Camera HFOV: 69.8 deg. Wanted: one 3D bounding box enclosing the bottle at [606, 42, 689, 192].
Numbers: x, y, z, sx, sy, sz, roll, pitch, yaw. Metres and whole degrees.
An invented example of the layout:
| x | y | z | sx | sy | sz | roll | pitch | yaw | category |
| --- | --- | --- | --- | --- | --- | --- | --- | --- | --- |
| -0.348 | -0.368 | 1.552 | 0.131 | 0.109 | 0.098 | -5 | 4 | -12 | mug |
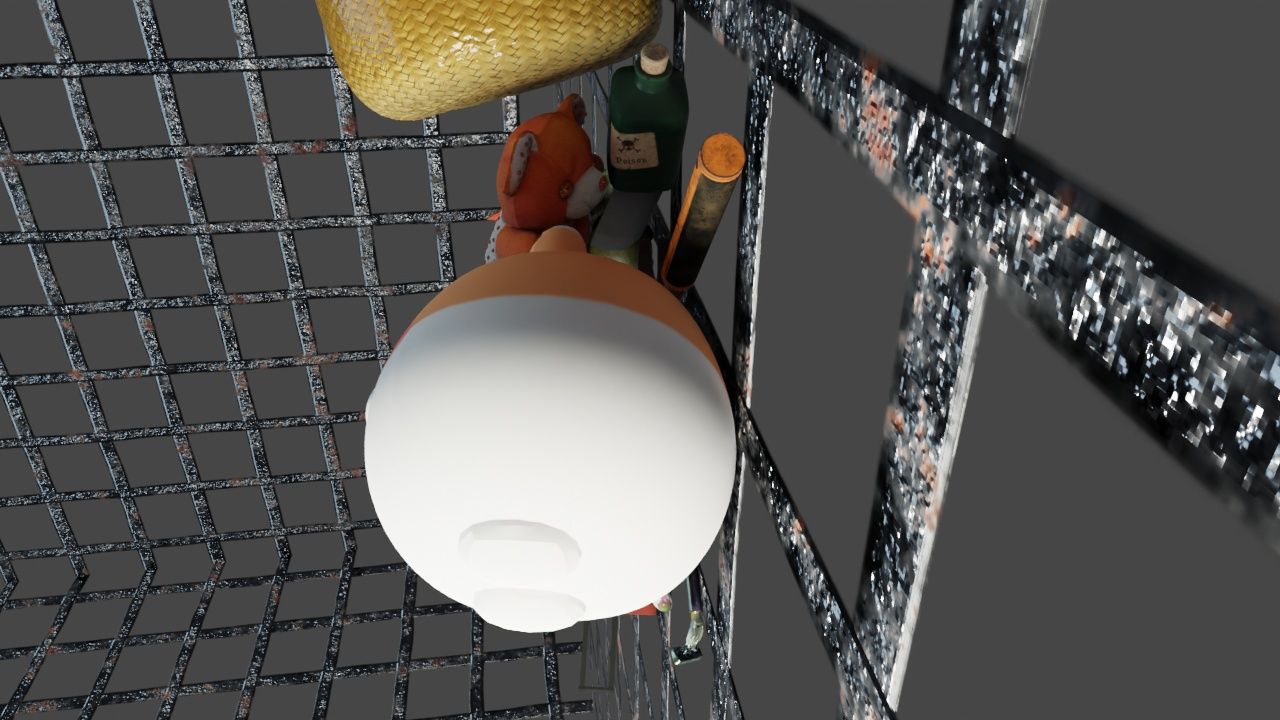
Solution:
| x | y | z | sx | sy | sz | roll | pitch | yaw | category |
| --- | --- | --- | --- | --- | --- | --- | --- | --- | --- |
| 0.006 | -0.199 | 0.741 | 0.131 | 0.061 | 0.061 | 99 | 167 | -61 | bottle |

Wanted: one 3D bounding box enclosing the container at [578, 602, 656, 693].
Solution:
| x | y | z | sx | sy | sz | roll | pitch | yaw | category |
| --- | --- | --- | --- | --- | --- | --- | --- | --- | --- |
| -0.053 | 0.302 | 1.159 | 0.127 | 0.148 | 0.200 | 130 | 145 | -78 | container |

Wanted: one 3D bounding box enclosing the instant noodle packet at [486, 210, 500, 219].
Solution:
| x | y | z | sx | sy | sz | roll | pitch | yaw | category |
| --- | --- | --- | --- | --- | --- | --- | --- | --- | --- |
| -0.092 | -0.062 | 0.991 | 0.164 | 0.084 | 0.221 | -163 | 58 | -73 | instant noodle packet |

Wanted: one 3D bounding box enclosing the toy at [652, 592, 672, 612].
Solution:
| x | y | z | sx | sy | sz | roll | pitch | yaw | category |
| --- | --- | --- | --- | --- | --- | --- | --- | --- | --- |
| 0.011 | 0.222 | 1.038 | 0.122 | 0.038 | 0.079 | -100 | 2 | -53 | toy |

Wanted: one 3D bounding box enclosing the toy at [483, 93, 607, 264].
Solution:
| x | y | z | sx | sy | sz | roll | pitch | yaw | category |
| --- | --- | --- | --- | --- | --- | --- | --- | --- | --- |
| -0.078 | -0.131 | 0.783 | 0.163 | 0.093 | 0.173 | -58 | -13 | -45 | toy |

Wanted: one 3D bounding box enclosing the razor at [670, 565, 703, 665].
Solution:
| x | y | z | sx | sy | sz | roll | pitch | yaw | category |
| --- | --- | --- | --- | --- | --- | --- | --- | --- | --- |
| 0.045 | 0.201 | 0.837 | 0.042 | 0.022 | 0.144 | 13 | -107 | -56 | razor |

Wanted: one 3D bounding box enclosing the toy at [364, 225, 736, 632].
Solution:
| x | y | z | sx | sy | sz | roll | pitch | yaw | category |
| --- | --- | --- | --- | --- | --- | --- | --- | --- | --- |
| -0.065 | 0.046 | 0.664 | 0.263 | 0.266 | 0.280 | 90 | -178 | -49 | toy |

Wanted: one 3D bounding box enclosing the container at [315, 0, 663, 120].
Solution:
| x | y | z | sx | sy | sz | roll | pitch | yaw | category |
| --- | --- | --- | --- | --- | --- | --- | --- | --- | --- |
| -0.133 | -0.329 | 0.791 | 0.307 | 0.307 | 0.196 | -123 | 17 | -75 | container |

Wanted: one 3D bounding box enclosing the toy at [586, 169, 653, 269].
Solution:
| x | y | z | sx | sy | sz | roll | pitch | yaw | category |
| --- | --- | --- | --- | --- | --- | --- | --- | --- | --- |
| -0.031 | -0.135 | 1.001 | 0.152 | 0.078 | 0.180 | -123 | 28 | -59 | toy |

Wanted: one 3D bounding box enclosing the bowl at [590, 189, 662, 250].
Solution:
| x | y | z | sx | sy | sz | roll | pitch | yaw | category |
| --- | --- | --- | --- | --- | --- | --- | --- | --- | --- |
| -0.006 | -0.147 | 0.860 | 0.106 | 0.039 | 0.106 | -63 | 3 | 6 | bowl |

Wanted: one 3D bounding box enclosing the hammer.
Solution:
| x | y | z | sx | sy | sz | roll | pitch | yaw | category |
| --- | --- | --- | --- | --- | --- | --- | --- | --- | --- |
| 0.033 | -0.089 | 0.714 | 0.315 | 0.035 | 0.137 | 109 | 157 | -70 | hammer |
